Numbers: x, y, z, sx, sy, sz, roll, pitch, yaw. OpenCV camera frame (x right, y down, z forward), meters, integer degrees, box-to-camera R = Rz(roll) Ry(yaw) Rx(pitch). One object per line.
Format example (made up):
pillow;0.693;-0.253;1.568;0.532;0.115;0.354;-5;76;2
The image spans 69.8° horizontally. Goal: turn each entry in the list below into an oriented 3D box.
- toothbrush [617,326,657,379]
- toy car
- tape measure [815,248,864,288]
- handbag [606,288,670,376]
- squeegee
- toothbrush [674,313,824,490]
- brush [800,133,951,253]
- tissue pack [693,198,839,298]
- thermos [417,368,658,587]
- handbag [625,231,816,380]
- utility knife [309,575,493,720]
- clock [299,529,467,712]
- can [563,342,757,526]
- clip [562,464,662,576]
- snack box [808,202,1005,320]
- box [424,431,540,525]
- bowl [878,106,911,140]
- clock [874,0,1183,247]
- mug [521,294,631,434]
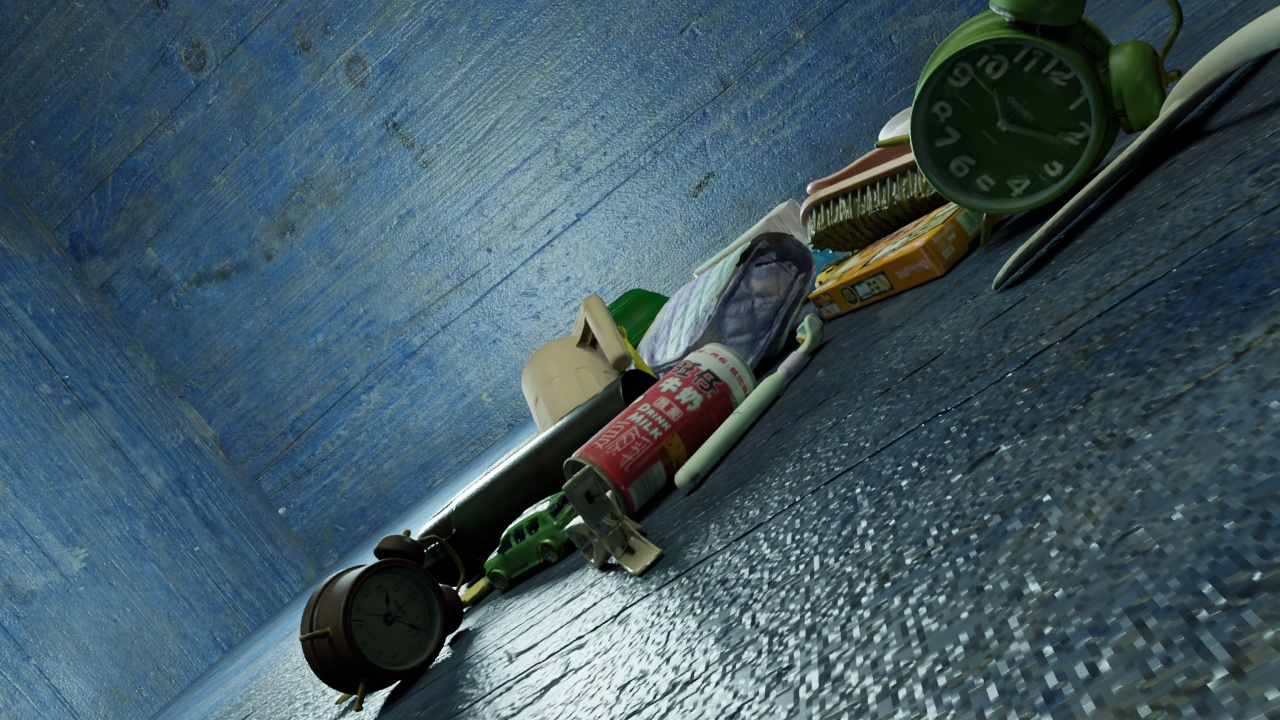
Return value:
toothbrush;-0.005;0.004;0.768;0.190;0.016;0.016;-123;43;-66
toy car;-0.073;0.122;0.624;0.091;0.036;0.043;-40;3;32
tape measure;0.172;-0.075;0.776;0.057;0.029;0.060;-35;4;19
handbag;-0.001;0.000;0.929;0.068;0.120;0.131;24;51;35
squeegee;0.287;-0.137;0.371;0.246;0.039;0.247;-39;4;-17
toothbrush;0.072;0.025;0.580;0.020;0.029;0.189;14;37;30
brush;0.190;-0.133;0.725;0.146;0.063;0.073;-15;61;45
tissue pack;0.128;-0.091;0.924;0.140;0.090;0.063;-35;5;40
thermos;-0.079;0.101;0.688;0.243;0.068;0.089;-37;-3;27
handbag;0.064;-0.028;0.788;0.134;0.075;0.194;-59;11;-15
utility knife;-0.169;0.209;0.664;0.177;0.019;0.031;-42;-2;-7
clock;-0.162;0.163;0.598;0.055;0.082;0.121;-28;10;42
can;0.016;0.044;0.587;0.132;0.053;0.053;-40;4;-30
clip;-0.020;0.087;0.485;0.034;0.060;0.097;-38;-7;-12
snack box;0.185;-0.073;0.649;0.075;0.026;0.154;-39;4;-19
box;-0.123;0.124;0.825;0.163;0.075;0.077;-40;-2;-7
bowl;0.272;-0.209;0.899;0.118;0.064;0.118;-29;-18;-11
clock;0.220;-0.150;0.516;0.162;0.116;0.056;-49;-3;42
mug;-0.043;0.022;0.765;0.103;0.084;0.125;-119;45;-56
